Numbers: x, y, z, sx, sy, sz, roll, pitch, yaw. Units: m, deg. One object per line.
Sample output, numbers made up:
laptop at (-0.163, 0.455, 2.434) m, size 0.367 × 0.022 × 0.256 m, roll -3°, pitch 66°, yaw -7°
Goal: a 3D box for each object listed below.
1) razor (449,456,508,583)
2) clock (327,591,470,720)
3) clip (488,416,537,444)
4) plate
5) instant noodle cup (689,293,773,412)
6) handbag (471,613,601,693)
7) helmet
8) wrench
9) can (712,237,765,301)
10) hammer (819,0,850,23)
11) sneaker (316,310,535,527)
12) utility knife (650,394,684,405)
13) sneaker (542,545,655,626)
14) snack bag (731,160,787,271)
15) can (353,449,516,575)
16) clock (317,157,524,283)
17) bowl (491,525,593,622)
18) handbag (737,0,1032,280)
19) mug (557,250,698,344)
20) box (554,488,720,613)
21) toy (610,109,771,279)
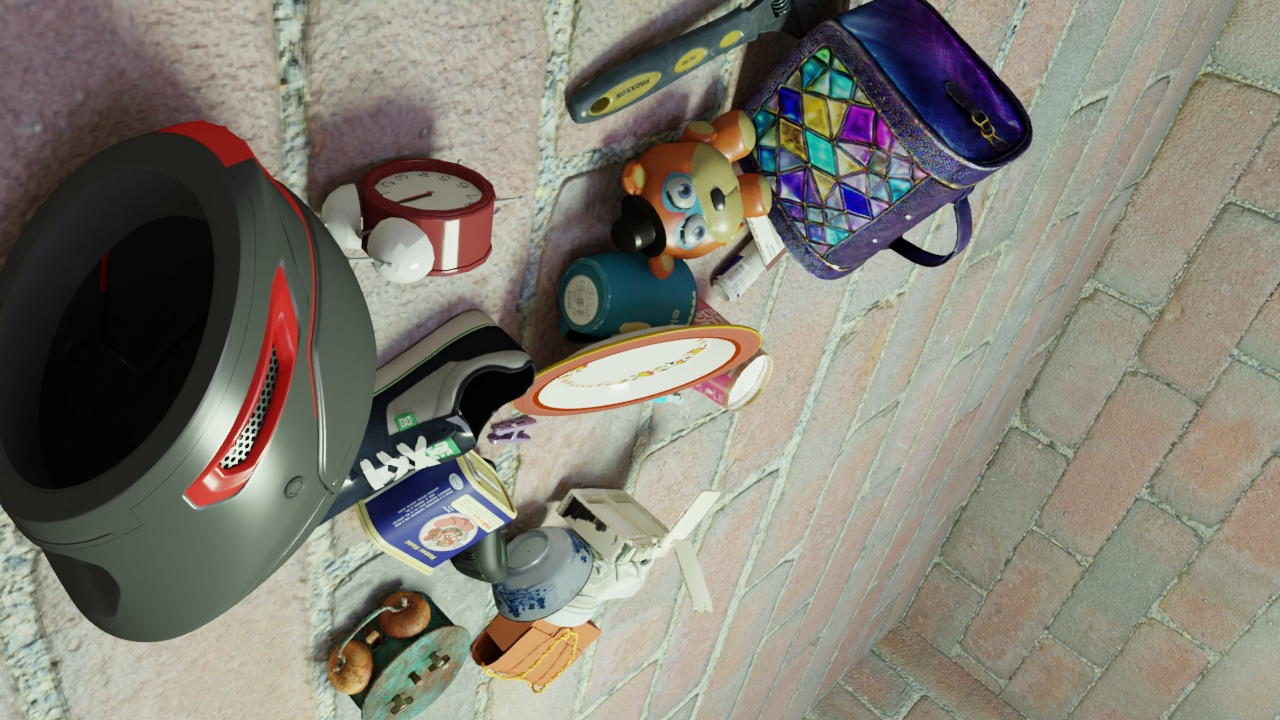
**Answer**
razor at (-0.150, 0.150, 0.867) m, size 0.067 × 0.054 × 0.152 m, roll -58°, pitch 158°, yaw -57°
clock at (-0.226, 0.278, 0.857) m, size 0.121 × 0.073 × 0.158 m, roll -44°, pitch 148°, yaw -17°
clip at (-0.118, 0.065, 0.849) m, size 0.051 × 0.013 × 0.035 m, roll -3°, pitch 123°, yaw -51°
plate at (-0.005, 0.005, 0.822) m, size 0.229 × 0.021 × 0.230 m, roll -14°, pitch 165°, yaw -4°
instant noodle cup at (0.074, -0.004, 0.953) m, size 0.097 × 0.108 × 0.098 m, roll -35°, pitch 145°, yaw -30°
handbag at (-0.119, 0.338, 1.093) m, size 0.108 × 0.060 × 0.172 m, roll -45°, pitch 150°, yaw -7°
helmet at (-0.230, 0.022, 0.487) m, size 0.264 × 0.164 × 0.170 m, roll -64°, pitch 161°, yaw 0°
wrench at (0.056, -0.252, 0.725) m, size 0.272 × 0.022 × 0.073 m, roll -33°, pitch 146°, yaw -20°
can at (0.118, -0.105, 0.987) m, size 0.095 × 0.032 × 0.032 m, roll -46°, pitch 150°, yaw -13°
hammer at (0.246, -0.434, 0.817) m, size 0.300 × 0.037 × 0.158 m, roll -44°, pitch 149°, yaw -16°
sneaker at (-0.178, 0.059, 0.686) m, size 0.234 × 0.079 × 0.084 m, roll -41°, pitch 149°, yaw -20°
utility knife at (0.015, 0.034, 1.005) m, size 0.151 × 0.015 × 0.022 m, roll 15°, pitch 83°, yaw -61°
sneaker at (-0.051, 0.233, 1.052) m, size 0.091 × 0.089 × 0.241 m, roll -60°, pitch 157°, yaw 11°
snack bag at (0.124, -0.162, 0.929) m, size 0.057 × 0.013 × 0.158 m, roll -45°, pitch 136°, yaw -13°
can at (-0.167, 0.121, 0.764) m, size 0.092 × 0.056 × 0.116 m, roll -31°, pitch 149°, yaw -1°
clock at (-0.142, -0.088, 0.576) m, size 0.124 × 0.087 × 0.044 m, roll -28°, pitch 141°, yaw -42°
bowl at (-0.108, 0.206, 0.934) m, size 0.114 × 0.114 × 0.045 m, roll -40°, pitch 121°, yaw -24°
handbag at (0.210, -0.181, 0.806) m, size 0.125 × 0.222 × 0.205 m, roll -33°, pitch 176°, yaw -33°
mug at (-0.023, -0.048, 0.809) m, size 0.104 × 0.084 × 0.112 m, roll -3°, pitch 153°, yaw -47°
box at (0.031, 0.177, 0.990) m, size 0.106 × 0.193 × 0.143 m, roll -56°, pitch 157°, yaw 8°
toy at (0.042, -0.140, 0.782) m, size 0.175 × 0.096 × 0.112 m, roll -33°, pitch 117°, yaw -24°
